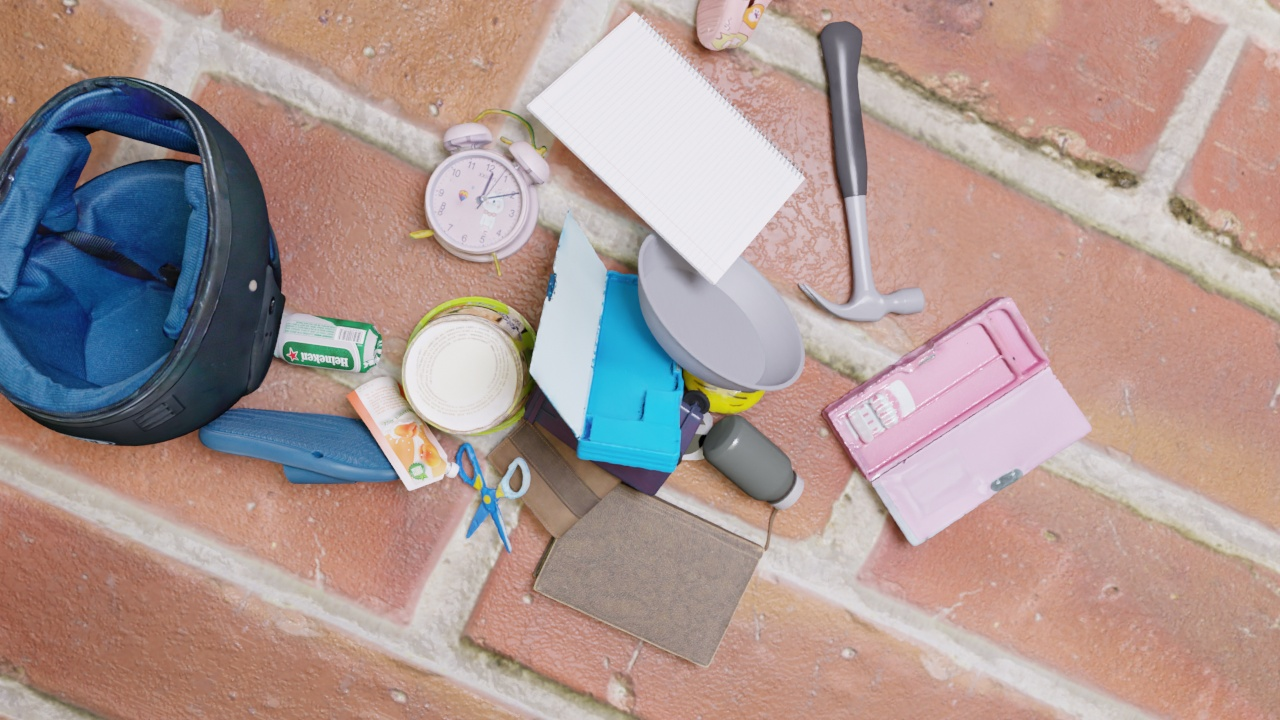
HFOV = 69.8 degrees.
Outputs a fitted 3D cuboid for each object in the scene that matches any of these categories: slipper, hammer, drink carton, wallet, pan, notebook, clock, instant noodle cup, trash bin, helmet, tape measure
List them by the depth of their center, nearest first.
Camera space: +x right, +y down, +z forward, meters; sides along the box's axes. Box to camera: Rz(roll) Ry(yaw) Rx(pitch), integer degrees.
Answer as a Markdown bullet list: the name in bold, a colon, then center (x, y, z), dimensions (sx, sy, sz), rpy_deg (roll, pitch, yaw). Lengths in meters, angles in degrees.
- **helmet**: center (-0.451, -0.082, 0.843), dimensions (0.249, 0.236, 0.316), rpy_deg (15, 93, -4)
- **slipper**: center (0.123, -0.395, 0.916), dimensions (0.081, 0.093, 0.197), rpy_deg (20, 92, -24)
- **notebook**: center (0.033, -0.217, 0.918), dimensions (0.245, 0.013, 0.177), rpy_deg (43, 64, -5)
- **pan**: center (0.033, -0.110, 0.921), dimensions (0.356, 0.200, 0.051), rpy_deg (54, 128, 14)
- **trash bin**: center (-0.027, 0.051, 0.921), dimensions (0.161, 0.093, 0.092), rpy_deg (33, 130, 1)
- **instant noodle cup**: center (-0.173, 0.009, 0.929), dimensions (0.146, 0.098, 0.146), rpy_deg (0, 95, -2)
- **slipper**: center (-0.338, 0.094, 0.931), dimensions (0.213, 0.103, 0.059), rpy_deg (11, 108, -5)
- **clock**: center (-0.157, -0.176, 0.933), dimensions (0.117, 0.059, 0.158), rpy_deg (22, 93, -4)
- **drink carton**: center (-0.241, 0.076, 0.935), dimensions (0.122, 0.069, 0.039), rpy_deg (53, 125, 15)
- **hammer**: center (0.218, -0.193, 0.959), dimensions (0.125, 0.029, 0.311), rpy_deg (-7, 95, -2)
- **wallet**: center (-0.090, 0.111, 0.961), dimensions (0.099, 0.027, 0.121), rpy_deg (-44, 74, 5)
- **tape measure**: center (0.043, 0.074, 0.982), dimensions (0.065, 0.016, 0.064), rpy_deg (6, 95, -2)
- **notebook**: center (0.019, 0.203, 0.985), dimensions (0.215, 0.034, 0.190), rpy_deg (27, 92, -3)

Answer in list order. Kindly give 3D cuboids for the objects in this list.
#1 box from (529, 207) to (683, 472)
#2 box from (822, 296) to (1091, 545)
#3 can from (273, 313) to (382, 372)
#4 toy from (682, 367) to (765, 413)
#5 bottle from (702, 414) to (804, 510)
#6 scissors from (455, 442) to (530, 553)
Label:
- **box**: center (-0.034, -0.014, 0.868), dimensions (0.170, 0.242, 0.071), rpy_deg (31, 128, -21)
- **box**: center (0.336, 0.064, 0.980), dimensions (0.232, 0.039, 0.179), rpy_deg (-32, 91, 1)
- **can**: center (-0.321, -0.018, 0.944), dimensions (0.101, 0.053, 0.053), rpy_deg (8, 95, -3)
- **toy**: center (0.091, 0.010, 0.966), dimensions (0.095, 0.041, 0.094), rpy_deg (19, 89, -3)
- **bottle**: center (0.120, 0.109, 0.962), dimensions (0.108, 0.060, 0.060), rpy_deg (41, 93, -19)
- **scissors**: center (-0.153, 0.141, 0.964), dimensions (0.127, 0.015, 0.125), rpy_deg (-23, 86, 35)
